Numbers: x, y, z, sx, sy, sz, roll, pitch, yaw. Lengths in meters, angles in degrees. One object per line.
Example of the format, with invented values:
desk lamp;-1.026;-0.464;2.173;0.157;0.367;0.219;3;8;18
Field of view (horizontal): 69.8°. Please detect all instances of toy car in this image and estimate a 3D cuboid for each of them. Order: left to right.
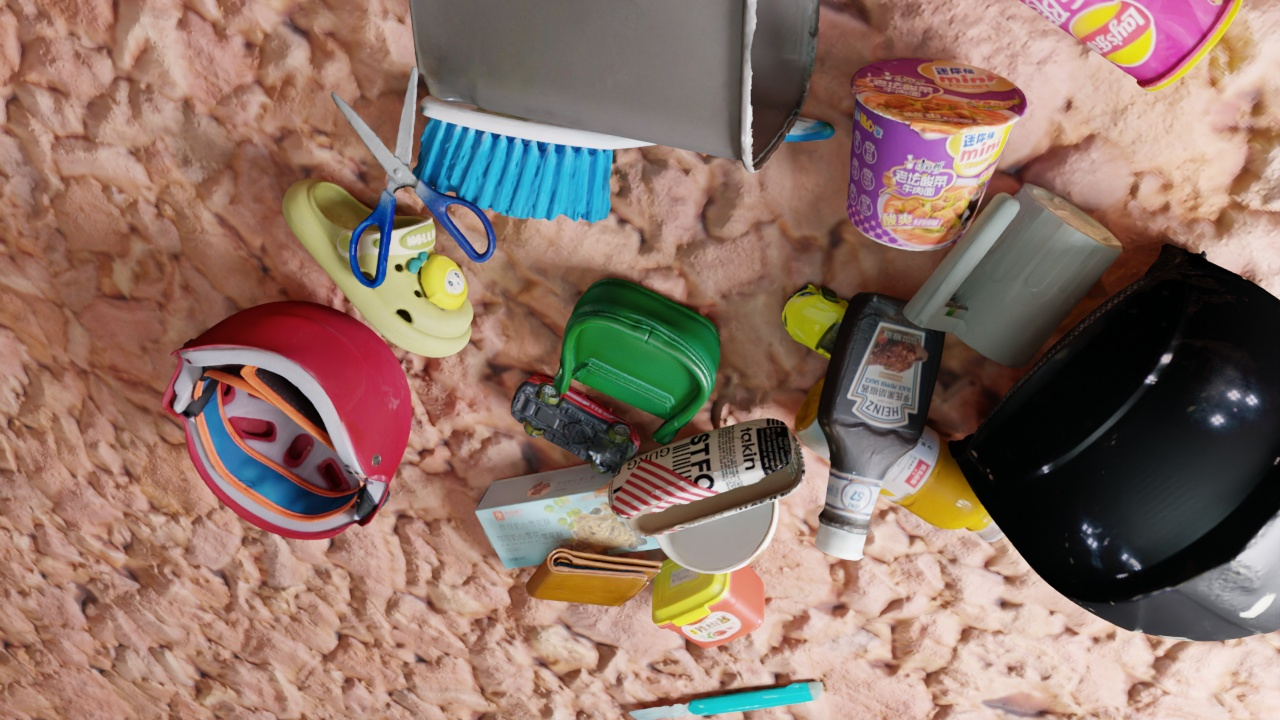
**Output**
toy car;-0.056;0.054;0.817;0.120;0.045;0.053;32;124;2
toy car;0.160;-0.018;0.725;0.105;0.032;0.048;31;123;-2

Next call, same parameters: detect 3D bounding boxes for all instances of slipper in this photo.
slipper;-0.206;-0.086;0.755;0.190;0.091;0.082;46;118;-8

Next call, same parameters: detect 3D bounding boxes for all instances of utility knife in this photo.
utility knife;0.089;0.363;0.973;0.222;0.013;0.029;-16;115;20

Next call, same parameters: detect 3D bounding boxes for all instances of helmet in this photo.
helmet;-0.299;0.045;0.826;0.207;0.143;0.241;31;136;-3
helmet;0.357;0.072;0.608;0.274;0.230;0.234;24;119;-30

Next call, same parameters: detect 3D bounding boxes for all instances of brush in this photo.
brush;-0.022;-0.153;0.689;0.314;0.060;0.110;13;118;5

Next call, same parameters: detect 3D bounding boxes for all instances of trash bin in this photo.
trash bin;-0.009;-0.238;0.562;0.220;0.198;0.199;10;122;18

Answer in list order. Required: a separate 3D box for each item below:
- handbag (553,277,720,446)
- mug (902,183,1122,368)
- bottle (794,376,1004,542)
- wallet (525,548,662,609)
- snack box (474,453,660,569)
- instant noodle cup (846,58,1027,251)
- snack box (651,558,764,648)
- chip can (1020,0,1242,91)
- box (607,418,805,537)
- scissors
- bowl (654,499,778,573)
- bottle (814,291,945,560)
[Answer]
handbag;-0.005;0.004;0.761;0.131;0.067;0.120;24;128;0
mug;0.252;-0.061;0.631;0.123;0.083;0.104;6;128;-36
bottle;0.217;0.083;0.746;0.189;0.067;0.068;33;122;-5
wallet;-0.041;0.209;0.865;0.119;0.035;0.131;6;154;-14
snack box;-0.063;0.144;0.867;0.175;0.051;0.074;-13;116;21
instant noodle cup;0.187;-0.135;0.612;0.111;0.111;0.099;11;130;9
snack box;0.066;0.221;0.864;0.091;0.081;0.080;-32;120;29
chip can;0.245;-0.248;0.547;0.210;0.071;0.072;32;122;-4
box;0.058;0.100;0.768;0.164;0.074;0.081;-23;131;15
scissors;-0.178;-0.128;0.693;0.162;0.012;0.176;30;108;3
bowl;0.070;0.133;0.806;0.114;0.113;0.062;-9;158;20
bottle;0.170;0.050;0.685;0.080;0.044;0.195;14;91;-10
